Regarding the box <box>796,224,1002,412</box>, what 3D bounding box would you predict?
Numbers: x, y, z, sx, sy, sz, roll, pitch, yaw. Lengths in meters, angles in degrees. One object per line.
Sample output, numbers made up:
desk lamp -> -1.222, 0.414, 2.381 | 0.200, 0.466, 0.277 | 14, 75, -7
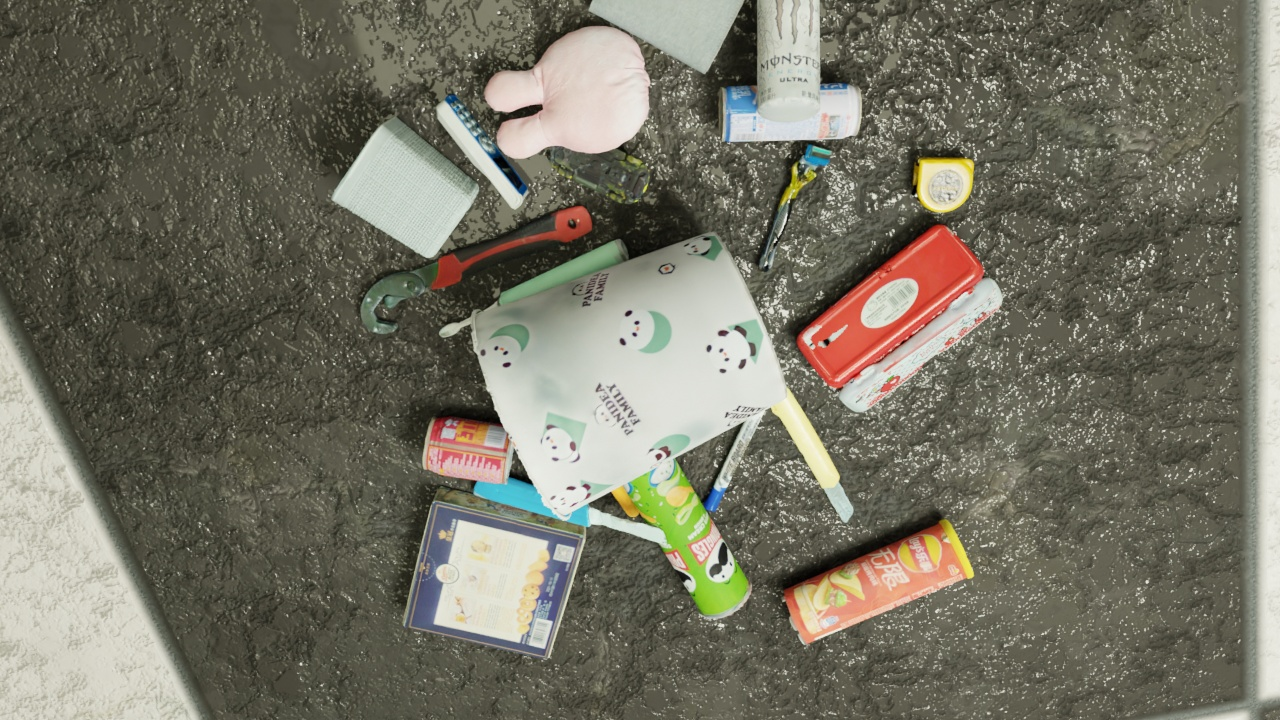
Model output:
box -> 0.280, -0.040, 0.989 | 0.202, 0.100, 0.110 | -40, 70, 14

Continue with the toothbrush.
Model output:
toothbrush -> -0.117, -0.073, 0.982 | 0.225, 0.027, 0.026 | -24, 95, 8

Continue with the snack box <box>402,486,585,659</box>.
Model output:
snack box -> -0.174, 0.254, 1.093 | 0.182, 0.045, 0.178 | 15, 109, -6

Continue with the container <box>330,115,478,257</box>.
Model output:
container -> -0.229, -0.170, 0.916 | 0.111, 0.089, 0.090 | 35, 106, -16

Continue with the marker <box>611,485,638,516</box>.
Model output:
marker -> -0.038, 0.131, 1.065 | 0.018, 0.015, 0.124 | -31, 105, 9

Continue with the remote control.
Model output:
remote control -> -0.158, -0.209, 0.920 | 0.024, 0.049, 0.125 | -35, 106, 14

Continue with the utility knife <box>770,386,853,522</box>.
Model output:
utility knife -> 0.197, 0.106, 1.053 | 0.031, 0.021, 0.201 | -28, 101, 15

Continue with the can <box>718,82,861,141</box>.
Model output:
can -> 0.146, -0.244, 0.904 | 0.134, 0.053, 0.053 | -2, 110, 0

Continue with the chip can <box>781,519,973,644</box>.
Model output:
chip can -> 0.277, 0.263, 1.083 | 0.217, 0.073, 0.073 | -27, 108, 10

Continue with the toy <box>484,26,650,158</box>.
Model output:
toy -> -0.070, -0.257, 0.893 | 0.159, 0.054, 0.121 | -14, 88, 4

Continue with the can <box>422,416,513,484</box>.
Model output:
can -> -0.190, 0.099, 1.024 | 0.094, 0.066, 0.067 | 9, 110, -4

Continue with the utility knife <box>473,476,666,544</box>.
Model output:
utility knife -> -0.081, 0.170, 1.043 | 0.234, 0.018, 0.034 | 15, 106, 12

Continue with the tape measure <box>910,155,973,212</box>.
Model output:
tape measure -> 0.308, -0.182, 0.941 | 0.060, 0.029, 0.057 | 0, 109, 0

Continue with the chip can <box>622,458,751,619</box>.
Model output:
chip can -> 0.044, 0.186, 1.055 | 0.072, 0.072, 0.236 | -27, 107, 9

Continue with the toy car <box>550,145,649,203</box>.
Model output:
toy car -> -0.041, -0.198, 0.934 | 0.105, 0.032, 0.048 | 26, 103, 3

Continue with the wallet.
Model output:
wallet -> 0.031, -0.352, 0.874 | 0.129, 0.037, 0.107 | 26, 109, -10

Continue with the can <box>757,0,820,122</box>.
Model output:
can -> 0.137, -0.300, 0.853 | 0.058, 0.058, 0.146 | 1, 84, -1

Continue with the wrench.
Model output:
wrench -> -0.179, -0.101, 0.977 | 0.274, 0.016, 0.056 | -24, 108, 8

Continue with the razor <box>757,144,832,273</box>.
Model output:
razor -> 0.153, -0.157, 0.955 | 0.042, 0.022, 0.143 | -3, 123, -46

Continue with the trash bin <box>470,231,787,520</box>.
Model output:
trash bin -> -0.005, 0.005, 0.917 | 0.252, 0.229, 0.229 | -23, 109, 2

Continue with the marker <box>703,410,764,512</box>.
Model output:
marker -> 0.108, 0.111, 1.055 | 0.017, 0.016, 0.146 | 21, 109, -8
